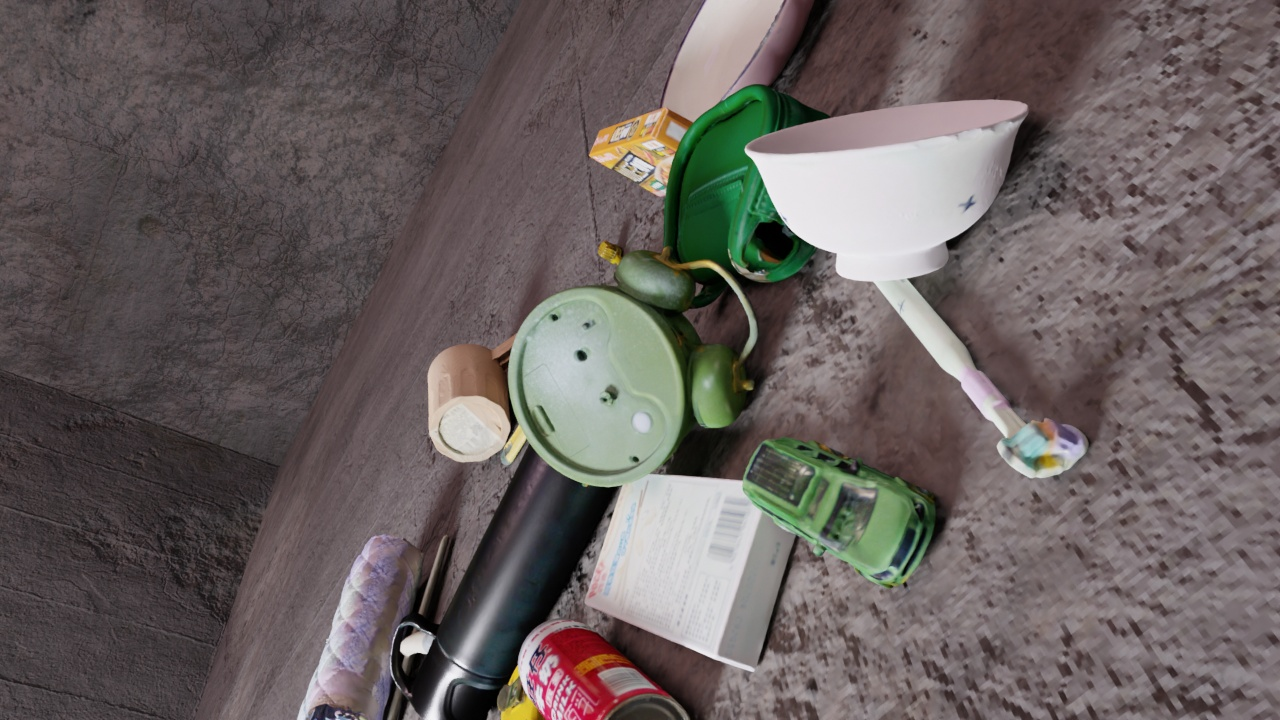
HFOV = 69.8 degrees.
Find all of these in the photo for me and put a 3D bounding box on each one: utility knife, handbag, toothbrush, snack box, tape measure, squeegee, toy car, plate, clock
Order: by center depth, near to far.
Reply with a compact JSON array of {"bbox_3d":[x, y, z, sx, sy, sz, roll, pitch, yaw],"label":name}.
[{"bbox_3d":[0.081,0.060,0.383,0.091,0.036,0.043,22,87,53],"label":"toy car"},{"bbox_3d":[0.126,-0.012,0.389,0.189,0.029,0.020,-105,3,-60],"label":"toothbrush"},{"bbox_3d":[0.022,0.106,0.492,0.157,0.027,0.084,-11,58,64],"label":"snack box"},{"bbox_3d":[-0.003,0.003,0.535,0.162,0.116,0.056,-33,-5,29],"label":"clock"},{"bbox_3d":[0.062,-0.095,0.556,0.131,0.068,0.120,-11,58,64],"label":"handbag"},{"bbox_3d":[-0.071,0.217,0.588,0.057,0.029,0.059,-46,28,41],"label":"tape measure"},{"bbox_3d":[0.018,-0.159,0.712,0.026,0.075,0.154,-66,21,-2],"label":"snack box"},{"bbox_3d":[0.081,-0.251,0.714,0.193,0.039,0.192,-50,27,35],"label":"plate"},{"bbox_3d":[-0.010,-0.068,0.762,0.016,0.016,0.190,-61,22,14],"label":"toothbrush"},{"bbox_3d":[-0.174,0.243,0.785,0.247,0.039,0.245,-32,39,54],"label":"squeegee"},{"bbox_3d":[-0.086,0.031,0.844,0.178,0.019,0.031,-53,30,19],"label":"utility knife"},{"bbox_3d":[-0.273,0.284,0.897,0.193,0.075,0.134,-87,20,-48],"label":"handbag"}]

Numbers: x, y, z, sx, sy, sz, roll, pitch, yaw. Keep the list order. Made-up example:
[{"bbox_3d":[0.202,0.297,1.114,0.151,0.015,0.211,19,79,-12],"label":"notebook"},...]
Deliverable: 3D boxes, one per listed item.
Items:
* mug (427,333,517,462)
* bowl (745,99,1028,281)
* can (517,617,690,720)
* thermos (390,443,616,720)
[{"bbox_3d":[-0.158,0.032,0.934,0.125,0.084,0.103,-33,30,7],"label":"mug"},{"bbox_3d":[0.109,-0.073,0.409,0.118,0.118,0.065,-132,30,-67],"label":"bowl"},{"bbox_3d":[-0.024,0.179,0.485,0.133,0.053,0.053,4,71,67],"label":"can"},{"bbox_3d":[-0.095,0.140,0.640,0.243,0.090,0.068,-61,9,9],"label":"thermos"}]
